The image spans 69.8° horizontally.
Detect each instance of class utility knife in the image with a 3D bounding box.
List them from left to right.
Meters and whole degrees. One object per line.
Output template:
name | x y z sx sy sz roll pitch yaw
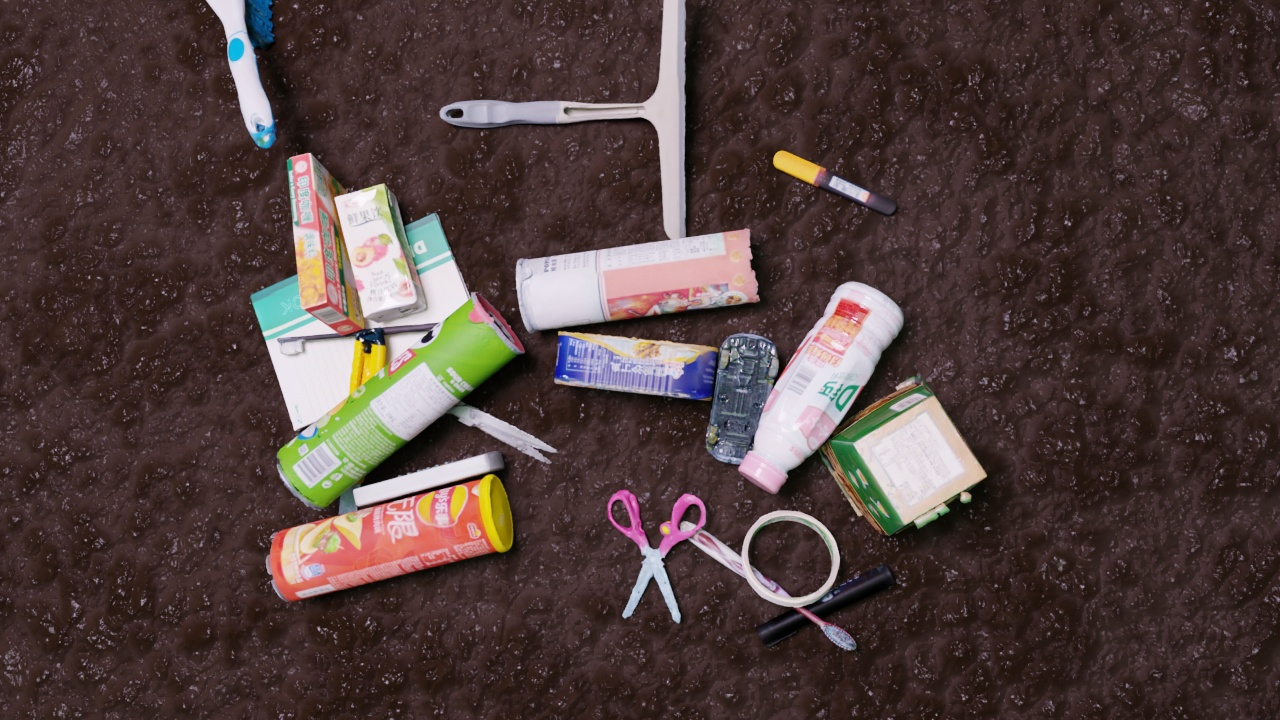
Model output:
utility knife | -0.269 0.064 0.879 0.033 0.015 0.197 10 96 9

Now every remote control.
remote control | -0.196 0.110 0.858 0.135 0.056 0.019 -16 84 5

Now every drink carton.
drink carton | -0.248 -0.102 0.879 0.053 0.045 0.122 -17 81 0

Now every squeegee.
squeegee | -0.074 -0.240 0.889 0.247 0.039 0.246 2 102 13

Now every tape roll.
tape roll | 0.133 0.176 0.817 0.086 0.014 0.085 -1 58 1

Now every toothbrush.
toothbrush | -0.265 -0.024 0.888 0.181 0.015 0.018 -7 89 7
toothbrush | 0.111 0.200 0.820 0.187 0.017 0.016 33 84 18

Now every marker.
marker | 0.166 0.221 0.824 0.132 0.020 0.022 -27 99 4
marker | 0.183 -0.166 0.864 0.124 0.015 0.018 25 89 6

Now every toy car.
toy car | 0.093 0.035 0.843 0.054 0.036 0.120 9 95 0

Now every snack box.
snack box | -0.298 -0.109 0.867 0.027 0.077 0.155 -14 72 5
snack box | 0.229 0.082 0.787 0.118 0.105 0.117 -32 81 2

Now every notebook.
notebook | -0.269 -0.038 0.905 0.209 0.012 0.150 -23 81 4

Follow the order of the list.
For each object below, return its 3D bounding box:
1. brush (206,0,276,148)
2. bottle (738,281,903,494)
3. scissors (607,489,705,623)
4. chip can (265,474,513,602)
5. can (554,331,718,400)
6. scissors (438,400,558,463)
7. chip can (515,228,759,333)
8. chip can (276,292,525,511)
brush | -0.393 -0.329 0.898 0.060 0.109 0.314 -23 82 1
bottle | 0.156 0.026 0.810 0.068 0.068 0.196 32 82 9
scissors | 0.006 0.175 0.847 0.124 0.017 0.133 28 96 17
chip can | -0.229 0.166 0.849 0.217 0.073 0.073 -16 83 5
can | -0.005 0.005 0.838 0.148 0.074 0.049 6 88 8
scissors | -0.167 0.059 0.878 0.141 0.014 0.173 -28 91 3
chip can | -0.002 -0.074 0.847 0.215 0.071 0.071 -8 83 5
chip can | -0.218 0.037 0.834 0.236 0.072 0.072 -38 81 2
